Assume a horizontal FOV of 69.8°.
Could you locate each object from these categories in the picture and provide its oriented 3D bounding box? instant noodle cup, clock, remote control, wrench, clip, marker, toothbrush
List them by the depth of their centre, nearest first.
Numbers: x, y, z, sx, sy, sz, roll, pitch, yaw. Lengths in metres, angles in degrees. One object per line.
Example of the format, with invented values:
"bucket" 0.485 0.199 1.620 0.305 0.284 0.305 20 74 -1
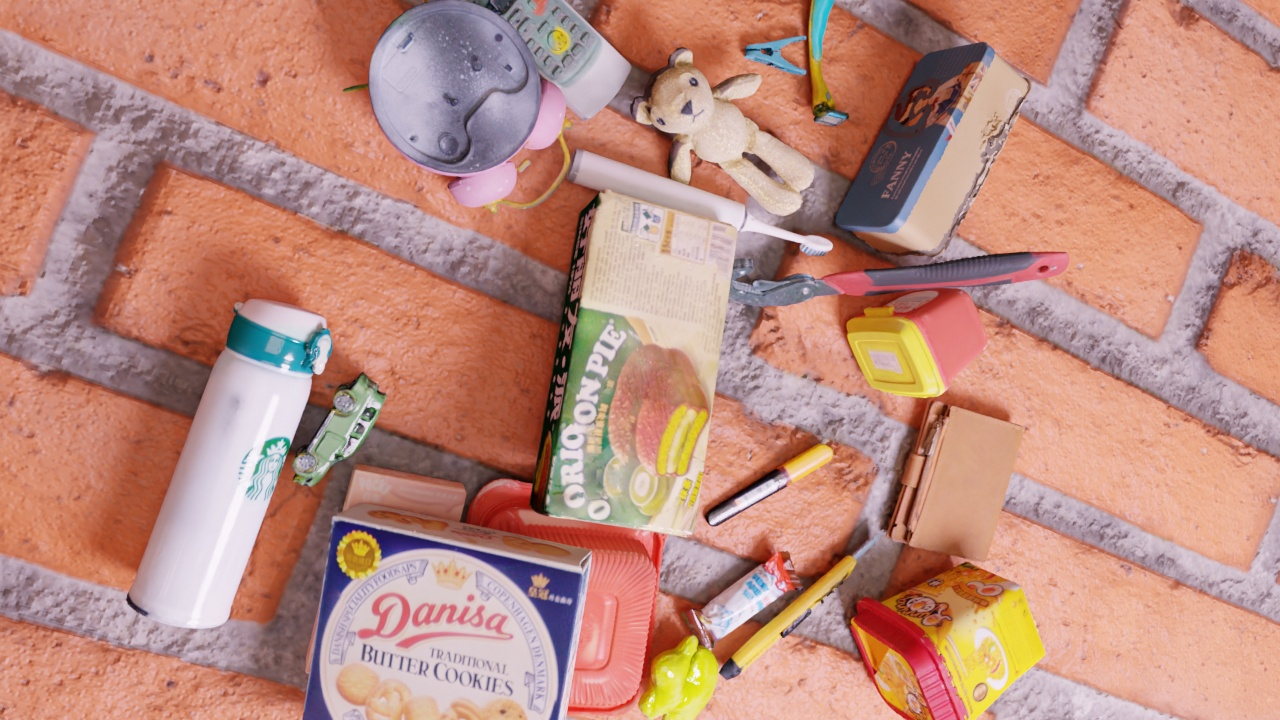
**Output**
"clock" -0.119 -0.177 0.658 0.158 0.060 0.117 40 83 -15
"remote control" -0.071 -0.243 0.685 0.135 0.019 0.056 41 84 -16
"instant noodle cup" -0.058 0.192 0.705 0.164 0.079 0.189 7 93 -17
"toothbrush" 0.050 -0.120 0.720 0.221 0.026 0.026 16 61 -12
"wrench" 0.197 -0.067 0.730 0.273 0.056 0.016 -2 60 5
"clip" 0.109 -0.248 0.741 0.055 0.013 0.034 -5 96 -16
"marker" 0.109 0.106 0.780 0.123 0.015 0.018 -29 102 -9
"instant noodle cup" 0.267 0.243 0.788 0.123 0.116 0.116 -27 103 -15

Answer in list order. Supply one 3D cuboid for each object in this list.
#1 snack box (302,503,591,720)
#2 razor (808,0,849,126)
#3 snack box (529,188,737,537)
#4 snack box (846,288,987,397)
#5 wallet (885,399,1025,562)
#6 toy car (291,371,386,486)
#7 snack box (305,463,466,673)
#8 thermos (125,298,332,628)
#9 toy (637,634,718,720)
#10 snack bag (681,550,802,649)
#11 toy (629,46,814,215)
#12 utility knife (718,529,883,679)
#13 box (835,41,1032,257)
"snack box" -0.136 0.206 0.636 0.178 0.045 0.182 10 94 9
"razor" 0.150 -0.259 0.744 0.043 0.028 0.132 -10 102 -51
"snack box" -0.004 0.004 0.685 0.114 0.063 0.240 11 81 -17
"snack box" 0.231 -0.020 0.764 0.080 0.091 0.082 -32 104 -18
"wallet" 0.284 0.109 0.823 0.107 0.031 0.132 15 92 -21
"toy car" -0.218 0.051 0.660 0.036 0.043 0.091 37 85 -17
"snack box" -0.191 0.162 0.689 0.084 0.026 0.157 14 92 -17
"thermos" -0.277 0.066 0.631 0.073 0.073 0.224 21 90 -18
"toy" 0.035 0.262 0.743 0.100 0.031 0.097 4 109 -53
"snack bag" 0.087 0.203 0.775 0.104 0.026 0.048 -30 112 -12
"toy" 0.068 -0.170 0.710 0.157 0.066 0.105 32 108 -23
"utility knife" 0.143 0.211 0.792 0.190 0.033 0.015 -39 61 -9
"box" 0.234 -0.163 0.748 0.063 0.090 0.184 31 85 -24
